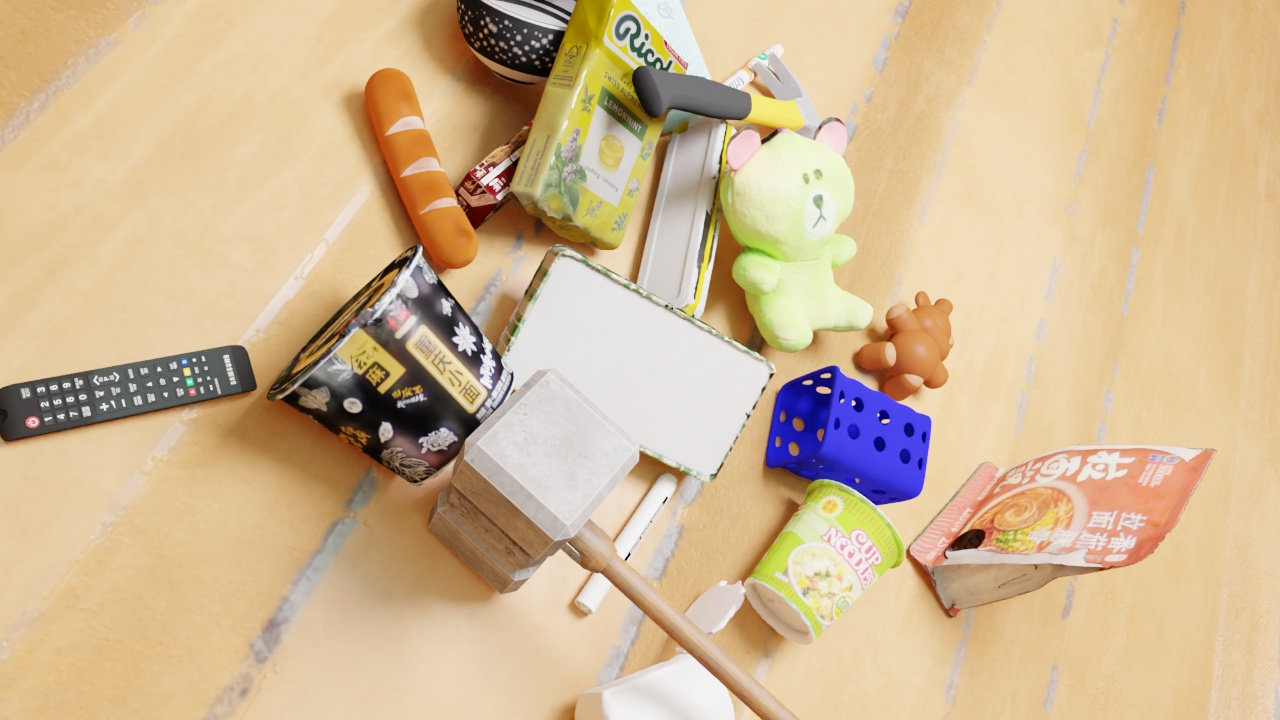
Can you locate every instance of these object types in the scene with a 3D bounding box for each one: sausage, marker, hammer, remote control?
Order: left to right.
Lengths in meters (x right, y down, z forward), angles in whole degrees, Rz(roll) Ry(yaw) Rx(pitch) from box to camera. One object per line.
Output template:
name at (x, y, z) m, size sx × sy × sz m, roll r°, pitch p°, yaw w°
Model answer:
remote control at (-0.321, 0.019, 0.580) m, size 0.146 × 0.015 × 0.033 m, roll -14°, pitch 81°, yaw -32°
sausage at (-0.169, -0.145, 0.704) m, size 0.039 × 0.045 × 0.164 m, roll -20°, pitch 84°, yaw -38°
marker at (-0.008, 0.141, 0.717) m, size 0.133 × 0.017 × 0.020 m, roll -53°, pitch 139°, yaw -31°
hammer at (0.012, 0.162, 0.598) m, size 0.317 × 0.163 × 0.082 m, roll 42°, pitch 58°, yaw 2°
marker at (0.099, -0.281, 0.917) m, size 0.017 × 0.017 × 0.145 m, roll 50°, pitch 58°, yaw -6°
hammer at (0.088, -0.225, 0.813) m, size 0.322 × 0.029 × 0.127 m, roll -14°, pitch 80°, yaw -56°

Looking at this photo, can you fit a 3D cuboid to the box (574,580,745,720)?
box at (0.024, 0.233, 0.668) m, size 0.155 × 0.085 × 0.125 m, roll -6°, pitch 70°, yaw -32°

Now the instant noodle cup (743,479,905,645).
instant noodle cup at (0.145, 0.169, 0.752) m, size 0.107 × 0.099 × 0.099 m, roll -42°, pitch 96°, yaw -25°

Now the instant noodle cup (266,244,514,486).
instant noodle cup at (-0.157, 0.009, 0.614) m, size 0.112 × 0.138 × 0.137 m, roll 45°, pitch 57°, yaw -20°

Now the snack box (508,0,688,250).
snack box at (-0.030, -0.186, 0.734) m, size 0.121 × 0.045 × 0.181 m, roll 25°, pitch 83°, yaw -57°

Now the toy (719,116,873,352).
toy at (0.130, -0.110, 0.807) m, size 0.149 × 0.107 × 0.197 m, roll -19°, pitch 102°, yaw -31°

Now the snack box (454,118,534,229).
snack box at (-0.092, -0.168, 0.751) m, size 0.032 × 0.051 × 0.140 m, roll 47°, pitch 58°, yaw -8°

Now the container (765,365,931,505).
container at (0.184, 0.070, 0.809) m, size 0.113 × 0.085 × 0.085 m, roll 25°, pitch 65°, yaw -22°

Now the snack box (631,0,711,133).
snack box at (0.003, -0.299, 0.847) m, size 0.074 × 0.053 × 0.174 m, roll -17°, pitch 81°, yaw -32°

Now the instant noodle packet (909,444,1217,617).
instant noodle packet at (0.377, 0.144, 0.811) m, size 0.164 × 0.221 × 0.084 m, roll -34°, pitch 94°, yaw -34°

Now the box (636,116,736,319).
box at (0.041, -0.122, 0.802) m, size 0.037 × 0.065 × 0.209 m, roll 35°, pitch 57°, yaw -41°

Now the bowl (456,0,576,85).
bowl at (-0.097, -0.270, 0.765) m, size 0.120 × 0.067 × 0.120 m, roll 15°, pitch 35°, yaw -11°

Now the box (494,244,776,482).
box at (-0.004, 0.004, 0.717) m, size 0.205 × 0.051 × 0.117 m, roll 26°, pitch 93°, yaw -19°

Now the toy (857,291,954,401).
toy at (0.273, -0.020, 0.911) m, size 0.095 × 0.065 × 0.127 m, roll 55°, pitch 48°, yaw -12°
